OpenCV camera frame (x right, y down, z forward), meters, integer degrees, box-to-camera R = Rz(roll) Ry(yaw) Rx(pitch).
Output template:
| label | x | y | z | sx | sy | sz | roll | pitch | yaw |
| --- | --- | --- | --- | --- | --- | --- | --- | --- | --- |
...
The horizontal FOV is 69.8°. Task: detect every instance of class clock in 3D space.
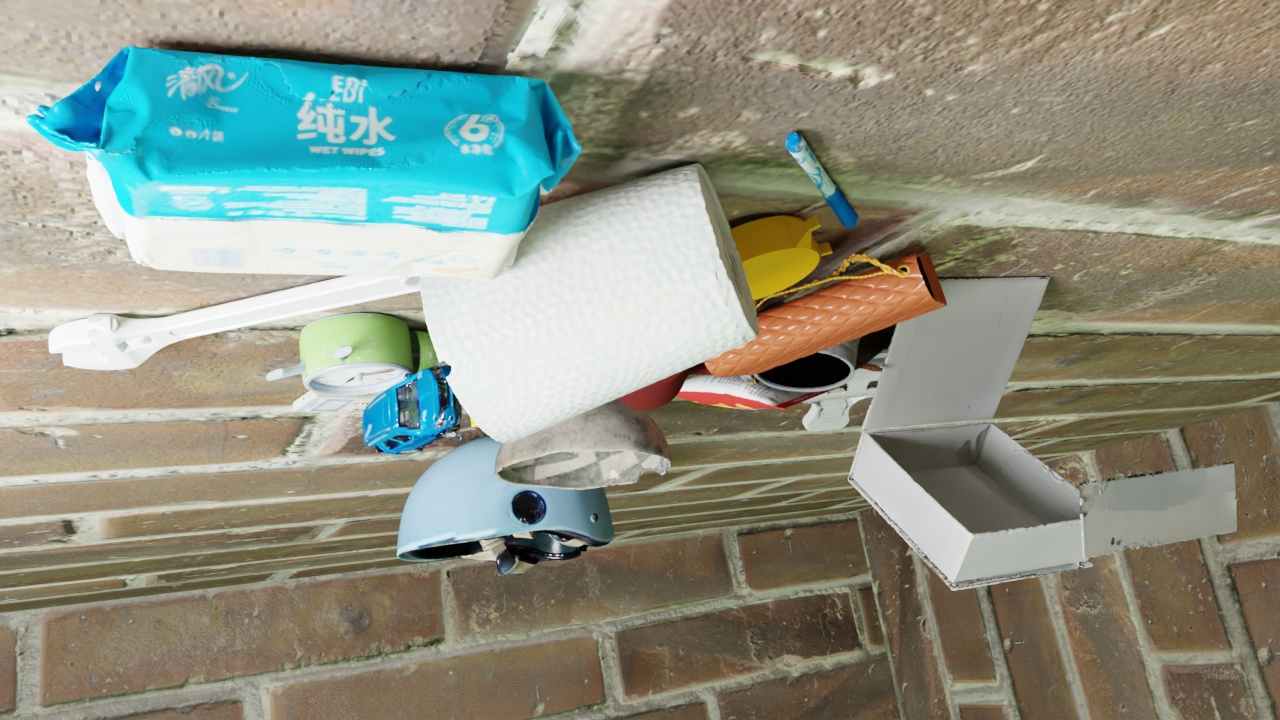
| label | x | y | z | sx | sy | sz | roll | pitch | yaw |
| --- | --- | --- | --- | --- | --- | --- | --- | --- | --- |
| clock | 0.136 | -0.009 | 0.841 | 0.148 | 0.056 | 0.104 | -12 | 150 | 32 |
| clock | -0.210 | -0.002 | 0.699 | 0.094 | 0.042 | 0.119 | -14 | 163 | 21 |
| clock | 0.069 | -0.064 | 0.647 | 0.130 | 0.043 | 0.099 | -21 | 162 | 14 |

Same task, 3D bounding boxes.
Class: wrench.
| label | x | y | z | sx | sy | sz | roll | pitch | yaw |
| --- | --- | --- | --- | --- | --- | --- | --- | --- | --- |
| wrench | -0.260 | -0.032 | 0.612 | 0.273 | 0.018 | 0.066 | -12 | 165 | 4 |

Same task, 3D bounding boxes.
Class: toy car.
| label | x | y | z | sx | sy | sz | roll | pitch | yaw |
| --- | --- | --- | --- | --- | --- | --- | --- | --- | --- |
| toy car | -0.173 | 0.041 | 0.692 | 0.043 | 0.056 | 0.120 | 4 | 161 | -38 |

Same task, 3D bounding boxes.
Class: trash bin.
| label | x | y | z | sx | sy | sz | roll | pitch | yaw |
| --- | --- | --- | --- | --- | --- | --- | --- | --- | --- |
| trash bin | -0.024 | -0.038 | 0.538 | 0.161 | 0.133 | 0.133 | -18 | 163 | 13 |

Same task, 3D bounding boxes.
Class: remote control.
| label | x | y | z | sx | sy | sz | roll | pitch | yaw |
| --- | --- | --- | --- | --- | --- | --- | --- | --- | --- |
| remote control | -0.259 | 0.041 | 0.883 | 0.135 | 0.011 | 0.050 | 5 | 159 | -42 |

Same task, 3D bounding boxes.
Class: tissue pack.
| label | x | y | z | sx | sy | sz | roll | pitch | yaw |
| --- | --- | --- | --- | --- | --- | --- | --- | --- | --- |
| tissue pack | -0.141 | -0.082 | 0.414 | 0.209 | 0.066 | 0.117 | -3 | 164 | -19 |

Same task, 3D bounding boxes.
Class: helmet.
| label | x | y | z | sx | sy | sz | roll | pitch | yaw |
| --- | --- | --- | --- | --- | --- | --- | --- | --- | --- |
| helmet | -0.170 | 0.176 | 1.125 | 0.265 | 0.166 | 0.226 | -1 | 160 | -34 |

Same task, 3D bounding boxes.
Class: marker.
| label | x | y | z | sx | sy | sz | roll | pitch | yaw |
| --- | --- | --- | --- | --- | --- | --- | --- | --- | --- |
| marker | 0.113 | -0.109 | 0.566 | 0.013 | 0.013 | 0.141 | -16 | 163 | 22 |

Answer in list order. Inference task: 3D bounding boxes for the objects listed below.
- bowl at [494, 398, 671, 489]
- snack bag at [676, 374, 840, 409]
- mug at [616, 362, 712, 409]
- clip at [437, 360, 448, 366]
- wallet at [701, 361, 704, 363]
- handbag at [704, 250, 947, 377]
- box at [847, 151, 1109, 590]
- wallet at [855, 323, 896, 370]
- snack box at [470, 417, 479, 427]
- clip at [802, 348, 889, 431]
| label | x | y | z | sx | sy | sz | roll | pitch | yaw |
| --- | --- | --- | --- | --- | --- | --- | --- | --- | --- |
| bowl | -0.059 | 0.076 | 0.924 | 0.178 | 0.081 | 0.179 | -5 | 162 | -2 |
| snack bag | 0.107 | 0.026 | 0.922 | 0.144 | 0.039 | 0.130 | 5 | -169 | 34 |
| mug | 0.021 | -0.002 | 0.762 | 0.106 | 0.073 | 0.083 | 5 | 164 | 0 |
| clip | -0.143 | 0.005 | 0.796 | 0.076 | 0.045 | 0.023 | -16 | 162 | 25 |
| wallet | -0.005 | 0.005 | 0.879 | 0.115 | 0.026 | 0.089 | -23 | 158 | 39 |
| handbag | 0.140 | -0.040 | 0.717 | 0.172 | 0.060 | 0.108 | -21 | 175 | 24 |
| box | 0.303 | 0.002 | 0.846 | 0.167 | 0.380 | 0.172 | -3 | 180 | -24 |
| wallet | 0.206 | -0.023 | 0.903 | 0.099 | 0.031 | 0.120 | 2 | 155 | -34 |
| snack box | -0.109 | 0.053 | 0.982 | 0.147 | 0.029 | 0.040 | 3 | 161 | -38 |
| clip | 0.229 | 0.027 | 1.045 | 0.124 | 0.075 | 0.144 | -2 | 153 | -16 |
